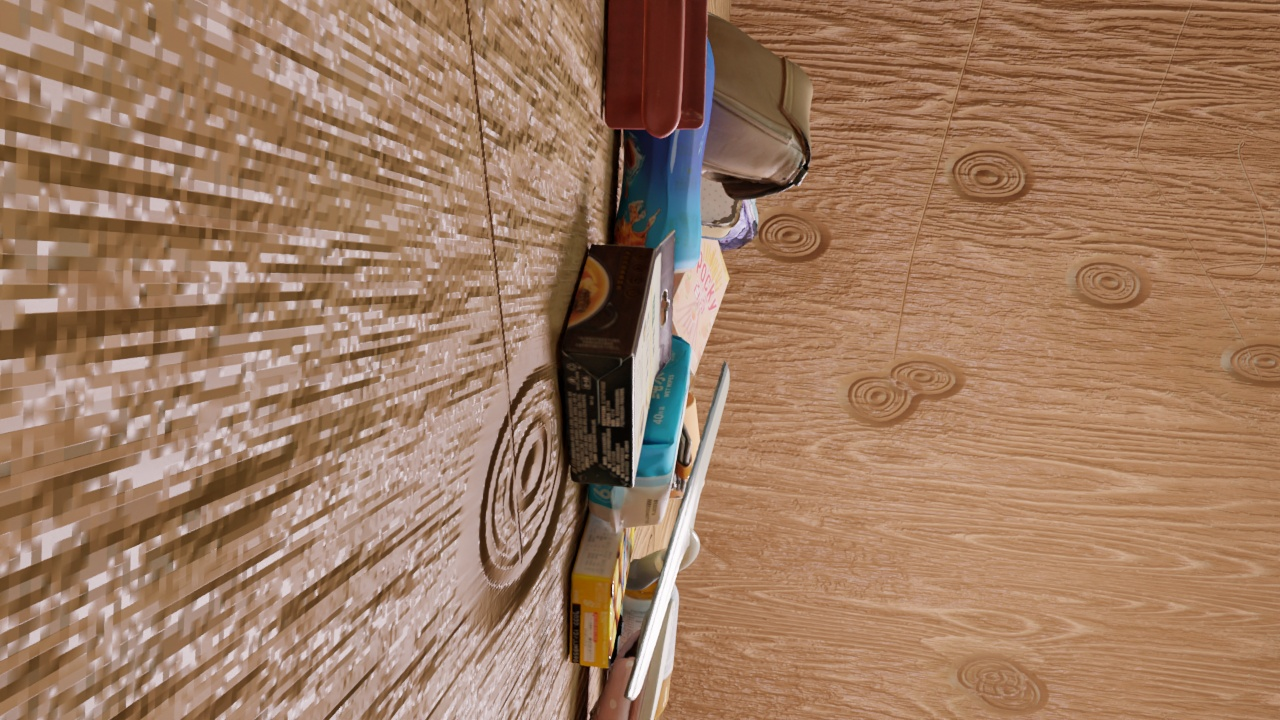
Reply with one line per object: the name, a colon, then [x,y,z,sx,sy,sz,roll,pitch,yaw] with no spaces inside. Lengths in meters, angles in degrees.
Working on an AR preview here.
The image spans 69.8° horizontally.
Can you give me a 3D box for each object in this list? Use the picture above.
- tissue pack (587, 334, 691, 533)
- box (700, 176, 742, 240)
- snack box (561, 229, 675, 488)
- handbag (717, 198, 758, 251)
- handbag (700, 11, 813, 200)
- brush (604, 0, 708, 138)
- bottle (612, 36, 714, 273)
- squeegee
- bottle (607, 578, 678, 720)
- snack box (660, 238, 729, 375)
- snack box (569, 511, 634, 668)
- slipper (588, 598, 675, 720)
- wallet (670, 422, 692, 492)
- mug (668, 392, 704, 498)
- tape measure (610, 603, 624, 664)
tissue pack: [-0.002,0.048,0.676,0.139,0.063,0.090,-75,174,-49]
box: [0.059,-0.212,0.890,0.060,0.090,0.184,129,-30,-78]
snack box: [-0.011,-0.004,0.576,0.125,0.053,0.113,-79,172,-47]
handbag: [0.081,-0.234,1.015,0.134,0.076,0.193,57,26,-60]
handbag: [0.072,-0.214,0.776,0.100,0.147,0.204,-58,-170,36]
brush: [0.011,-0.210,0.546,0.069,0.063,0.146,-103,-167,-63]
bottle: [0.019,-0.173,0.648,0.065,0.065,0.219,-65,161,-74]
squeegee: [0.018,0.159,0.736,0.247,0.039,0.245,118,-8,-64]
bottle: [0.000,0.305,0.936,0.067,0.068,0.190,-71,165,-67]
snack box: [0.050,-0.067,0.914,0.156,0.026,0.084,-66,144,-42]
snack box: [-0.026,0.150,0.696,0.140,0.034,0.087,-79,173,-61]
slipper: [-0.023,0.328,0.782,0.114,0.054,0.274,-21,125,-81]
wallet: [0.027,0.073,0.955,0.130,0.037,0.106,87,-22,-60]
mug: [0.040,0.101,1.148,0.078,0.078,0.123,-74,163,-62]
tape measure: [-0.028,0.235,0.804,0.054,0.025,0.058,87,10,-64]
